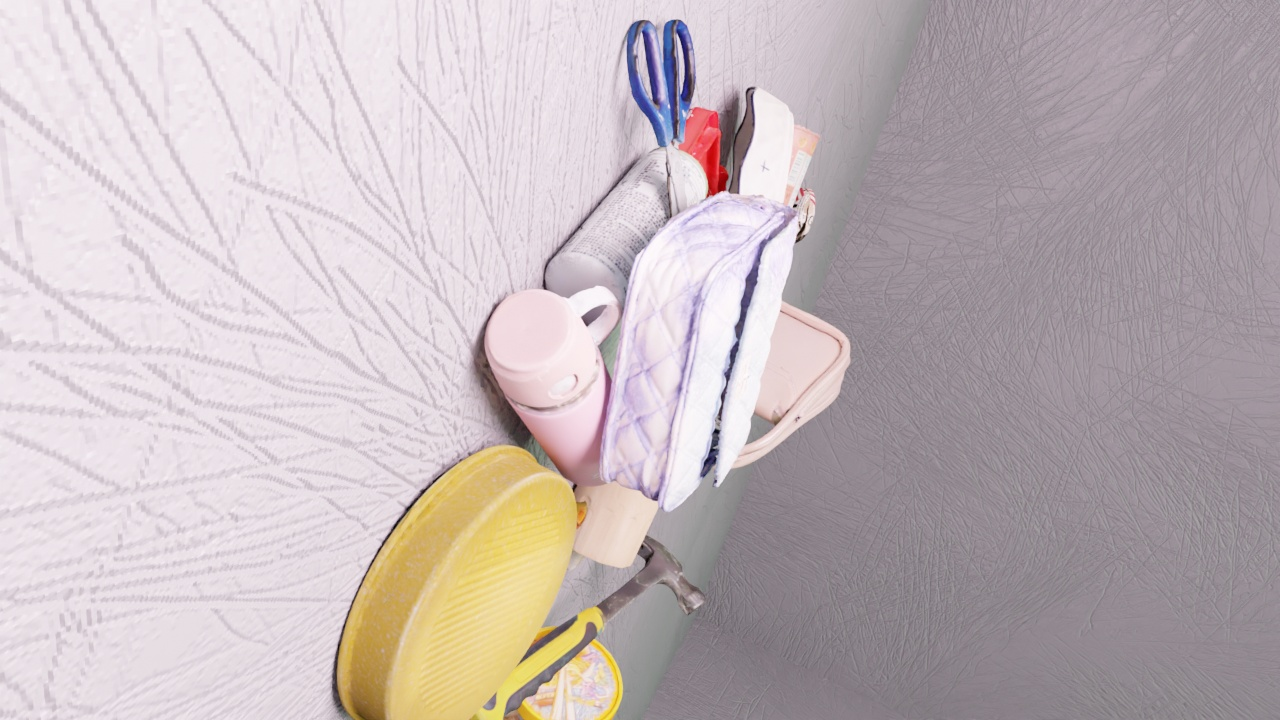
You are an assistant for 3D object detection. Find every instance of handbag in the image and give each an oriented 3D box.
[{"bbox_3d":[0.040,-0.001,0.600,0.133,0.075,0.194,-41,149,-49],"label":"handbag"},{"bbox_3d":[0.121,0.030,1.098,0.233,0.193,0.093,-50,154,-28],"label":"handbag"}]

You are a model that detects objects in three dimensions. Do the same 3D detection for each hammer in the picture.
[{"bbox_3d":[-0.059,0.269,0.927,0.322,0.126,0.032,-25,159,-51],"label":"hammer"}]

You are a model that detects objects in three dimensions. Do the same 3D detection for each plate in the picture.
[{"bbox_3d":[0.102,-0.149,0.857,0.205,0.045,0.205,105,-6,-90],"label":"plate"}]

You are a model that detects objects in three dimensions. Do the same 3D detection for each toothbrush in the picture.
[{"bbox_3d":[-0.027,0.145,0.972,0.191,0.016,0.018,-57,170,6],"label":"toothbrush"}]

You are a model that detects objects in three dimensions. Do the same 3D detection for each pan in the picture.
[{"bbox_3d":[-0.095,0.148,0.676,0.356,0.078,0.198,4,109,-67],"label":"pan"}]

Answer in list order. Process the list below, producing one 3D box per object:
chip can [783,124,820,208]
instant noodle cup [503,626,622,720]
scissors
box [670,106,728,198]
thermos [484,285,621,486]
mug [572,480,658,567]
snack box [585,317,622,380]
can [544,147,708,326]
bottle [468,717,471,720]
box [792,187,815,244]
[{"bbox_3d":[0.131,-0.160,1.029,0.215,0.071,0.071,-70,167,12],"label":"chip can"},{"bbox_3d":[-0.092,0.354,0.935,0.118,0.118,0.115,-47,164,-56],"label":"instant noodle cup"},{"bbox_3d":[0.016,-0.134,0.591,0.132,0.012,0.172,20,76,-58],"label":"scissors"},{"bbox_3d":[0.040,-0.101,0.795,0.201,0.058,0.161,85,16,-66],"label":"box"},{"bbox_3d":[-0.041,0.018,0.606,0.087,0.067,0.199,-33,154,-9],"label":"thermos"},{"bbox_3d":[-0.028,0.132,0.905,0.103,0.084,0.124,-66,-166,4],"label":"mug"},{"bbox_3d":[-0.034,0.001,0.734,0.084,0.027,0.157,-52,161,-48],"label":"snack box"},{"bbox_3d":[-0.006,-0.087,0.625,0.146,0.058,0.058,-56,164,-40],"label":"can"},{"bbox_3d":[-0.174,0.307,0.628,0.174,0.057,0.058,-59,165,-30],"label":"bottle"},{"bbox_3d":[0.161,-0.167,1.103,0.068,0.052,0.164,-66,-166,-10],"label":"box"}]
